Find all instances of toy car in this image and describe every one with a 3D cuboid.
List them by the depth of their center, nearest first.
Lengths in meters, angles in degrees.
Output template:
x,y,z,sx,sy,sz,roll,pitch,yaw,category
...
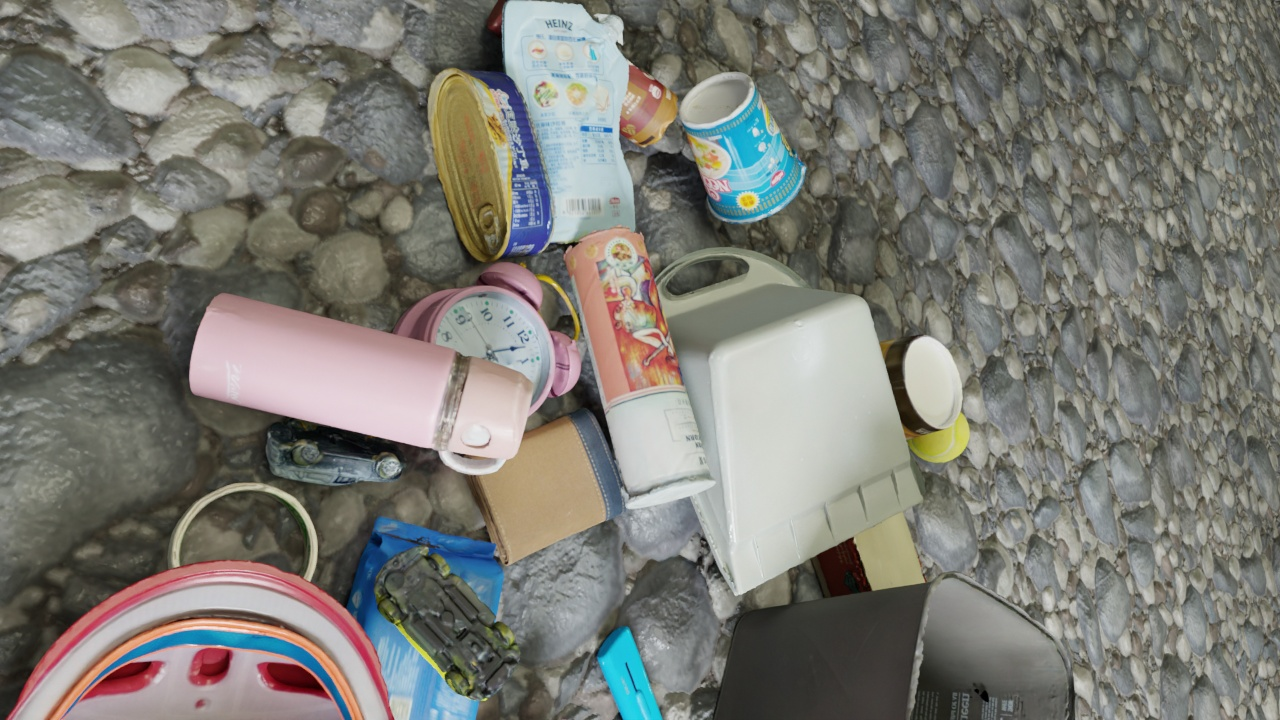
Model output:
x,y,z,sx,sy,sz,roll,pitch,yaw,category
-0.122,0.163,0.569,0.105,0.032,0.048,48,54,-2,toy car
-0.198,0.062,0.599,0.090,0.043,0.034,13,104,-35,toy car

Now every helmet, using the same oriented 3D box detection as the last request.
x,y,z,sx,sy,sz,roll,pitch,yaw,category
-0.227,0.236,0.466,0.206,0.144,0.239,9,61,-30,helmet

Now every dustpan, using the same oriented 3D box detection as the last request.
x,y,z,sx,sy,sz,roll,pitch,yaw,category
0.109,0.029,0.818,0.222,0.143,0.258,-19,107,-25,dustpan

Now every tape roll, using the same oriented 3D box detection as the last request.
x,y,z,sx,sy,sz,roll,pitch,yaw,category
-0.244,0.118,0.565,0.085,0.014,0.085,11,72,-36,tape roll

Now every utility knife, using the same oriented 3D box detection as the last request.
x,y,z,sx,sy,sz,roll,pitch,yaw,category
0.010,0.296,0.714,0.034,0.018,0.179,-25,95,-40,utility knife

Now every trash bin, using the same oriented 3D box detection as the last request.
x,y,z,sx,sy,sz,roll,pitch,yaw,category
0.191,0.289,0.728,0.198,0.220,0.198,33,59,-26,trash bin

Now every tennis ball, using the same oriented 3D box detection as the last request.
x,y,z,sx,sy,sz,roll,pitch,yaw,category
0.319,0.077,0.986,0.065,0.066,0.065,11,71,-36,tennis ball

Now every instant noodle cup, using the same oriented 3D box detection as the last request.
x,y,z,sx,sy,sz,roll,pitch,yaw,category
0.087,-0.198,0.835,0.110,0.099,0.099,54,48,-44,instant noodle cup
0.242,0.031,0.907,0.118,0.115,0.118,12,70,-36,instant noodle cup

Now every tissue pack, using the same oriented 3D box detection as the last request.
x,y,z,sx,sy,sz,roll,pitch,yaw,category
-0.149,0.187,0.596,0.095,0.052,0.157,22,65,-30,tissue pack

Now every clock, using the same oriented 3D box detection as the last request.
x,y,z,sx,sy,sz,roll,pitch,yaw,category
-0.106,-0.008,0.678,0.158,0.060,0.117,-37,102,-39,clock

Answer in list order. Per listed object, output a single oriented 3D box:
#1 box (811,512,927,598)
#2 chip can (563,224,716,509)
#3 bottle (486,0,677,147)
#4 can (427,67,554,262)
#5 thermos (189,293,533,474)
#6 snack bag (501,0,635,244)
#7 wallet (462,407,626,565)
x,y,z,sx,sy,sz,roll,pitch,yaw,category
0.218,0.176,0.873,0.091,0.077,0.168,-19,90,-39,box
-0.004,0.004,0.728,0.071,0.071,0.214,-2,69,-39,chip can
-0.049,-0.252,0.792,0.174,0.058,0.057,28,62,-29,bottle
-0.114,-0.149,0.702,0.049,0.075,0.148,-14,87,-43,can
-0.171,0.021,0.580,0.198,0.087,0.067,15,36,-12,thermos
-0.056,-0.191,0.746,0.110,0.039,0.191,-7,101,-21,snack bag
-0.071,0.094,0.698,0.115,0.033,0.090,-20,88,-39,wallet
